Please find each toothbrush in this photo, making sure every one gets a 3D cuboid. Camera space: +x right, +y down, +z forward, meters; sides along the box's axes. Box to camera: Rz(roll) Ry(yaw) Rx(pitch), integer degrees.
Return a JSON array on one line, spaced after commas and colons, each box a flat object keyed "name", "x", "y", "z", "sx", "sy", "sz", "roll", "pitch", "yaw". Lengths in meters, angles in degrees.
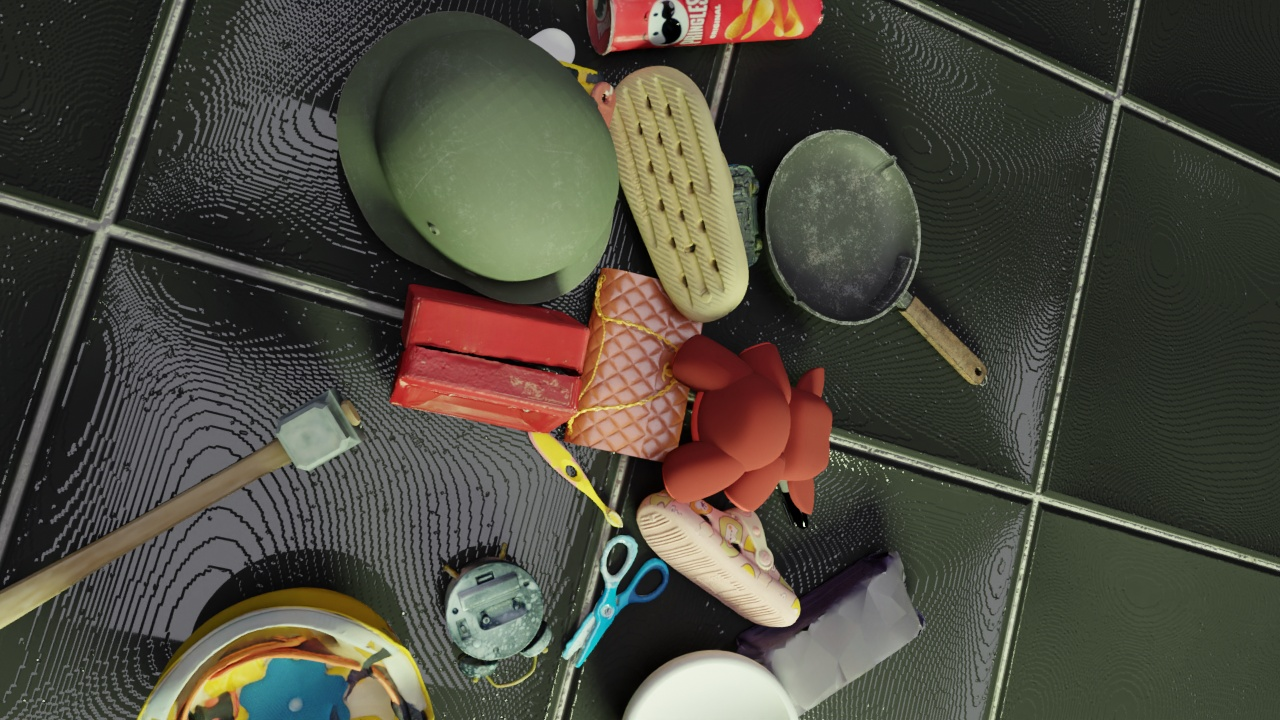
[{"name": "toothbrush", "x": -0.062, "y": 0.113, "z": 0.890, "sx": 0.021, "sy": 0.016, "sz": 0.135, "roll": -44, "pitch": 101, "yaw": -13}]

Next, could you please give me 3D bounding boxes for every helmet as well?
[{"name": "helmet", "x": -0.112, "y": -0.164, "z": 0.765, "sx": 0.226, "sy": 0.154, "sz": 0.268, "roll": -42, "pitch": 114, "yaw": -12}, {"name": "helmet", "x": -0.283, "y": 0.293, "z": 0.752, "sx": 0.208, "sy": 0.140, "sz": 0.240, "roll": -16, "pitch": 106, "yaw": -18}]

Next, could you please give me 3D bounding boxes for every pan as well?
[{"name": "pan", "x": 0.261, "y": -0.088, "z": 0.990, "sx": 0.357, "sy": 0.040, "sz": 0.207, "roll": 44, "pitch": 71, "yaw": -20}]

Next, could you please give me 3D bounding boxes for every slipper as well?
[{"name": "slipper", "x": 0.084, "y": 0.184, "z": 0.907, "sx": 0.197, "sy": 0.093, "sz": 0.081, "roll": 43, "pitch": 56, "yaw": -14}, {"name": "slipper", "x": 0.049, "y": -0.161, "z": 0.886, "sx": 0.079, "sy": 0.112, "sz": 0.261, "roll": 1, "pitch": 69, "yaw": -53}]

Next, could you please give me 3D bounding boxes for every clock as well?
[{"name": "clock", "x": -0.132, "y": 0.239, "z": 0.844, "sx": 0.090, "sy": 0.052, "sz": 0.129, "roll": -18, "pitch": 93, "yaw": -18}]

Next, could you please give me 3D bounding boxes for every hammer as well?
[{"name": "hammer", "x": -0.380, "y": 0.123, "z": 0.751, "sx": 0.322, "sy": 0.117, "sz": 0.051, "roll": -30, "pitch": 97, "yaw": -8}]

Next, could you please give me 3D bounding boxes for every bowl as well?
[{"name": "bowl", "x": 0.062, "y": 0.362, "z": 0.890, "sx": 0.176, "sy": 0.066, "sz": 0.176, "roll": 0, "pitch": 92, "yaw": -10}]

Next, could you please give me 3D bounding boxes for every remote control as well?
[{"name": "remote control", "x": -0.120, "y": -0.274, "z": 0.886, "sx": 0.136, "sy": 0.013, "sz": 0.043, "roll": -40, "pitch": 100, "yaw": -15}]

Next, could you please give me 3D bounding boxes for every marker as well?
[{"name": "marker", "x": 0.145, "y": 0.113, "z": 0.958, "sx": 0.022, "sy": 0.016, "sz": 0.138, "roll": -23, "pitch": 94, "yaw": -14}]

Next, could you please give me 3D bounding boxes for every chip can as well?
[{"name": "chip can", "x": 0.067, "y": -0.351, "z": 0.919, "sx": 0.232, "sy": 0.073, "sz": 0.073, "roll": -10, "pitch": 91, "yaw": -19}]

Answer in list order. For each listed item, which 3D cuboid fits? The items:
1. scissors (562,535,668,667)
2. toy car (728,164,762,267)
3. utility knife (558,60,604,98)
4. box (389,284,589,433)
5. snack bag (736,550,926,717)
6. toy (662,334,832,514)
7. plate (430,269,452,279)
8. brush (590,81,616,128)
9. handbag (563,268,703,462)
[{"name": "scissors", "x": -0.025, "y": 0.245, "z": 0.900, "sx": 0.083, "sy": 0.015, "sz": 0.140, "roll": 33, "pitch": 76, "yaw": -17}, {"name": "toy car", "x": 0.096, "y": -0.147, "z": 0.942, "sx": 0.048, "sy": 0.032, "sz": 0.105, "roll": -12, "pitch": 105, "yaw": -20}, {"name": "utility knife", "x": -0.107, "y": -0.280, "z": 0.875, "sx": 0.155, "sy": 0.017, "sz": 0.030, "roll": 9, "pitch": 76, "yaw": -15}, {"name": "box", "x": -0.132, "y": -0.011, "z": 0.812, "sx": 0.157, "sy": 0.137, "sz": 0.122, "roll": 13, "pitch": 78, "yaw": -18}, {"name": "snack bag", "x": 0.202, "y": 0.285, "z": 0.948, "sx": 0.205, "sy": 0.058, "sz": 0.096, "roll": -28, "pitch": 96, "yaw": -16}, {"name": "toy", "x": 0.113, "y": 0.066, "z": 0.884, "sx": 0.197, "sy": 0.121, "sz": 0.158, "roll": 15, "pitch": 77, "yaw": -48}, {"name": "plate", "x": -0.149, "y": -0.164, "z": 0.853, "sx": 0.182, "sy": 0.034, "sz": 0.182, "roll": -1, "pitch": 94, "yaw": -19}, {"name": "brush", "x": -0.042, "y": -0.181, "z": 0.880, "sx": 0.040, "sy": 0.030, "sz": 0.172, "roll": 7, "pitch": 96, "yaw": -48}, {"name": "handbag", "x": -0.005, "y": 0.005, "z": 0.892, "sx": 0.109, "sy": 0.060, "sz": 0.171, "roll": 13, "pitch": 84, "yaw": -13}]
